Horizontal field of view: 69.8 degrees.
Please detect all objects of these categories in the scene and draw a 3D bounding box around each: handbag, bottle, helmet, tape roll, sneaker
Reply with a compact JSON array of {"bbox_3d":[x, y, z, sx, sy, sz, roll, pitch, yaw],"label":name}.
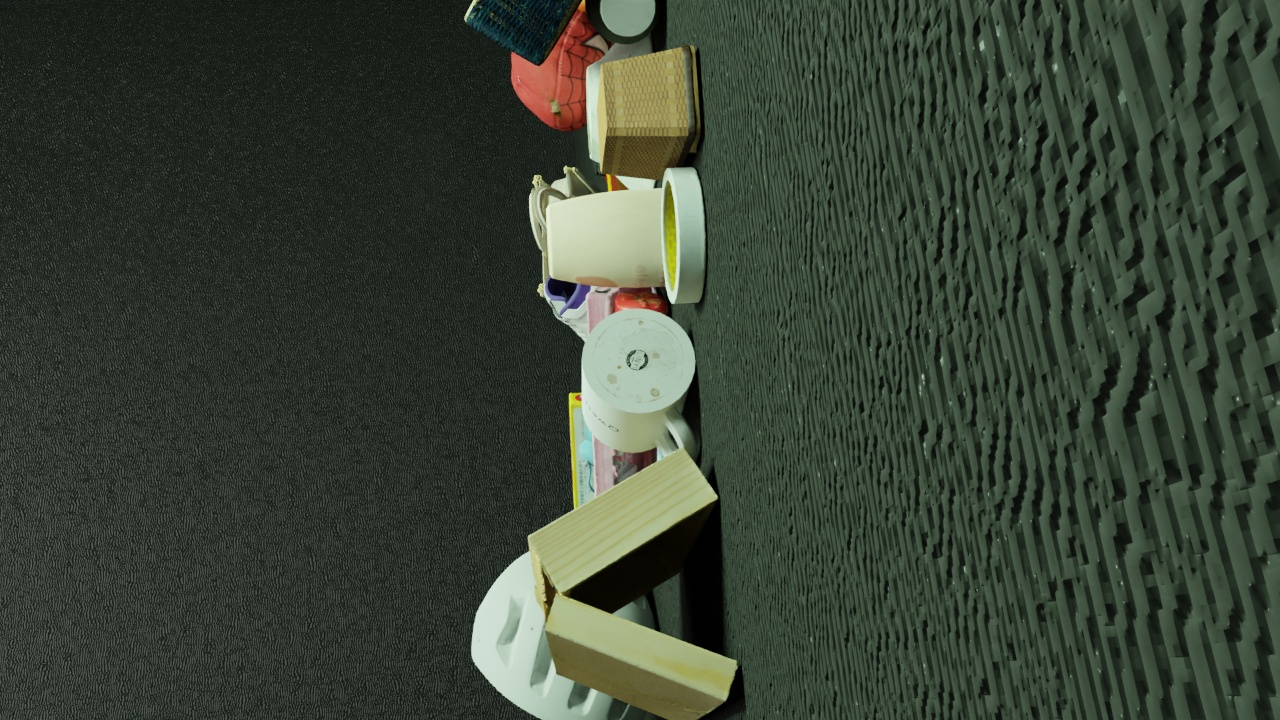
[{"bbox_3d":[-0.086,-0.146,1.150,0.198,0.101,0.194,40,-139,-59],"label":"handbag"},{"bbox_3d":[-0.015,-0.296,0.764,0.108,0.060,0.060,-104,12,-66],"label":"bottle"},{"bbox_3d":[-0.087,0.335,1.097,0.281,0.224,0.184,-85,17,-68],"label":"helmet"},{"bbox_3d":[0.029,-0.086,0.637,0.094,0.019,0.094,175,92,-85],"label":"tape roll"},{"bbox_3d":[-0.005,0.005,0.830,0.071,0.048,0.134,-129,41,-59],"label":"bottle"},{"bbox_3d":[-0.049,-0.055,1.015,0.245,0.111,0.091,92,173,-45],"label":"sneaker"}]

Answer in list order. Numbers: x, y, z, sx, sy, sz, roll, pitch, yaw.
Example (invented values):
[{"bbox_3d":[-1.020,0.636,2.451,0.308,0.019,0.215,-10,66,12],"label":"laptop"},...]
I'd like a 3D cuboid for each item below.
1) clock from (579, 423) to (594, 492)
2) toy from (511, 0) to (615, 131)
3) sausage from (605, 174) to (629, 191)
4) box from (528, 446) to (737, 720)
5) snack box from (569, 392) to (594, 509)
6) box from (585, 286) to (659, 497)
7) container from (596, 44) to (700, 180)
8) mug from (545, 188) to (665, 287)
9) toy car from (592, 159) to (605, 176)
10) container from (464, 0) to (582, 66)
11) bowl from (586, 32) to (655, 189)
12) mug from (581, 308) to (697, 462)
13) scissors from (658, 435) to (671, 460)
[{"bbox_3d":[-0.030,0.089,1.011,0.042,0.087,0.123,20,96,41],"label":"clock"},{"bbox_3d":[-0.072,-0.335,0.981,0.148,0.099,0.215,83,-161,-50],"label":"toy"},{"bbox_3d":[-0.022,-0.213,1.016,0.040,0.040,0.155,92,173,-45],"label":"sausage"},{"bbox_3d":[-0.012,0.187,0.688,0.249,0.142,0.179,97,162,-65],"label":"box"},{"bbox_3d":[-0.035,0.135,1.086,0.042,0.092,0.201,-109,16,-72],"label":"snack box"},{"bbox_3d":[0.004,0.033,0.923,0.098,0.080,0.233,-31,-55,-55],"label":"box"},{"bbox_3d":[0.003,-0.166,0.633,0.114,0.061,0.063,132,135,-83],"label":"container"},{"bbox_3d":[-0.029,-0.101,0.801,0.111,0.104,0.085,121,146,-79],"label":"mug"},{"bbox_3d":[-0.038,-0.248,1.147,0.092,0.042,0.036,113,156,-78],"label":"toy car"},{"bbox_3d":[-0.064,-0.343,0.751,0.188,0.071,0.145,-56,17,16],"label":"container"},{"bbox_3d":[-0.022,-0.240,0.889,0.177,0.058,0.176,175,92,-85],"label":"bowl"},{"bbox_3d":[0.006,0.032,0.708,0.119,0.083,0.096,56,165,17],"label":"mug"},{"bbox_3d":[0.025,0.105,0.840,0.109,0.018,0.130,89,176,-52],"label":"scissors"}]
